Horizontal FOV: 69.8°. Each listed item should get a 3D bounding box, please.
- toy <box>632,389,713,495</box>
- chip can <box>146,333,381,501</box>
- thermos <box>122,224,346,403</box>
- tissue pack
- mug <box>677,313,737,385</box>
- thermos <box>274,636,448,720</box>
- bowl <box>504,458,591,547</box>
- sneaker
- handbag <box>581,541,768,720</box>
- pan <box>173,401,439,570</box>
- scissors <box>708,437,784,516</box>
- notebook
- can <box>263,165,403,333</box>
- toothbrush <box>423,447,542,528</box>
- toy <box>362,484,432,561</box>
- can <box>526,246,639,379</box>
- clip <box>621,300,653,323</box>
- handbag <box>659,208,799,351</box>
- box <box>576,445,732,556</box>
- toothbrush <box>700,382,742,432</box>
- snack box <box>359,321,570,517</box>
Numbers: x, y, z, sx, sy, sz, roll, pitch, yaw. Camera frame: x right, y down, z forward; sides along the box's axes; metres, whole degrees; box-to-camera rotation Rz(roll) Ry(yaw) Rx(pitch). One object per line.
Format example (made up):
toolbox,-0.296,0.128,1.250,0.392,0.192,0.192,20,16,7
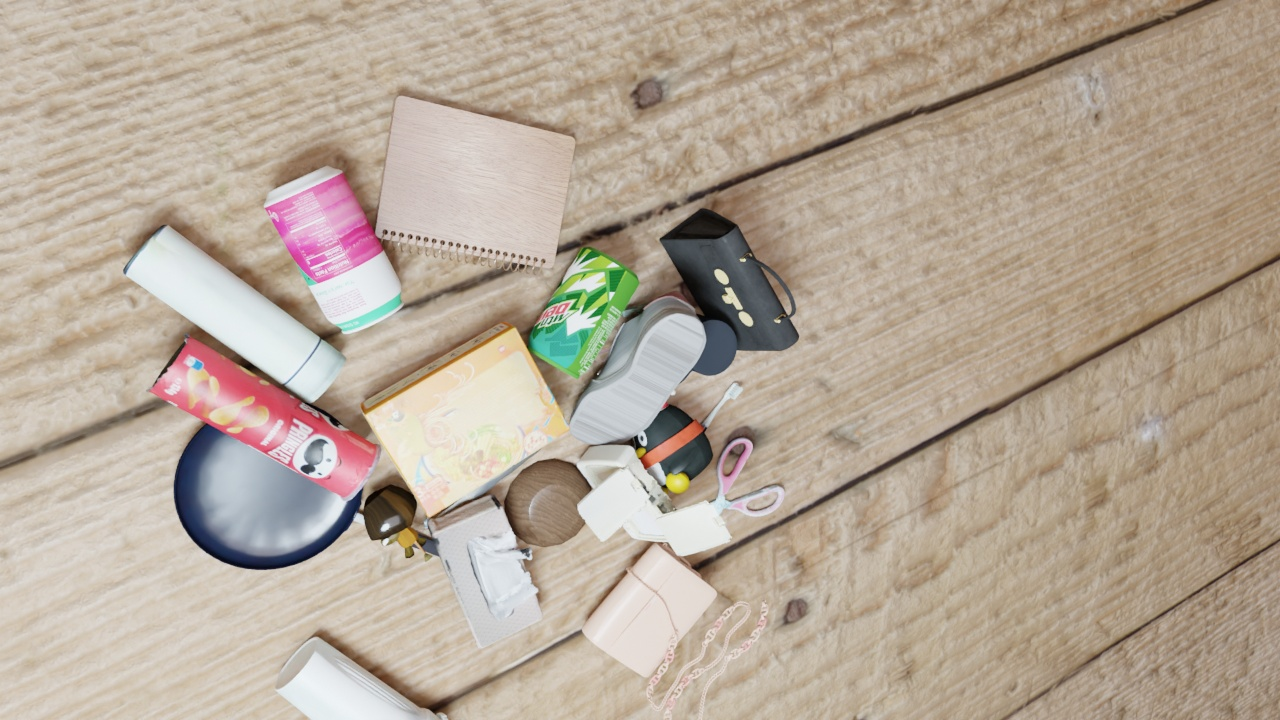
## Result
toy,0.034,0.105,1.176,0.099,0.098,0.119,-33,88,-30
chip can,-0.394,0.063,0.974,0.233,0.073,0.073,37,85,-27
thermos,-0.424,-0.046,0.973,0.230,0.068,0.068,42,83,-24
tissue pack,-0.181,0.260,1.122,0.103,0.071,0.181,-21,112,-15
mug,0.064,-0.009,1.170,0.071,0.077,0.105,44,83,-23
thermos,-0.324,0.422,1.093,0.099,0.099,0.220,-46,109,-8
bowl,-0.112,0.185,1.163,0.117,0.030,0.118,-4,102,-21
sneaker,-0.007,0.007,1.133,0.099,0.089,0.237,31,120,-20
handbag,0.039,0.334,1.168,0.198,0.187,0.116,-49,120,-2
pan,-0.354,0.173,1.069,0.356,0.021,0.198,30,87,-28
scissors,0.131,0.197,1.274,0.158,0.014,0.172,29,88,-24
notebook,-0.190,-0.196,1.063,0.210,0.022,0.169,8,96,-23
can,-0.326,-0.118,0.986,0.088,0.088,0.166,-29,110,-15
toothbrush,-0.189,0.147,1.128,0.185,0.022,0.024,-38,126,-12
toy,-0.279,0.193,1.066,0.100,0.063,0.076,56,37,-10
can,-0.070,-0.057,1.104,0.083,0.083,0.144,32,88,-24
clip,0.012,-0.061,1.170,0.076,0.023,0.047,-21,109,-15
handbag,0.132,-0.090,1.117,0.072,0.196,0.176,-38,111,-12
box,0.000,0.187,1.107,0.143,0.195,0.100,54,56,-20
toothbrush,0.075,0.104,1.231,0.186,0.017,0.012,-51,122,-5
snack box,-0.204,0.065,1.075,0.195,0.081,0.145,-32,109,-14
